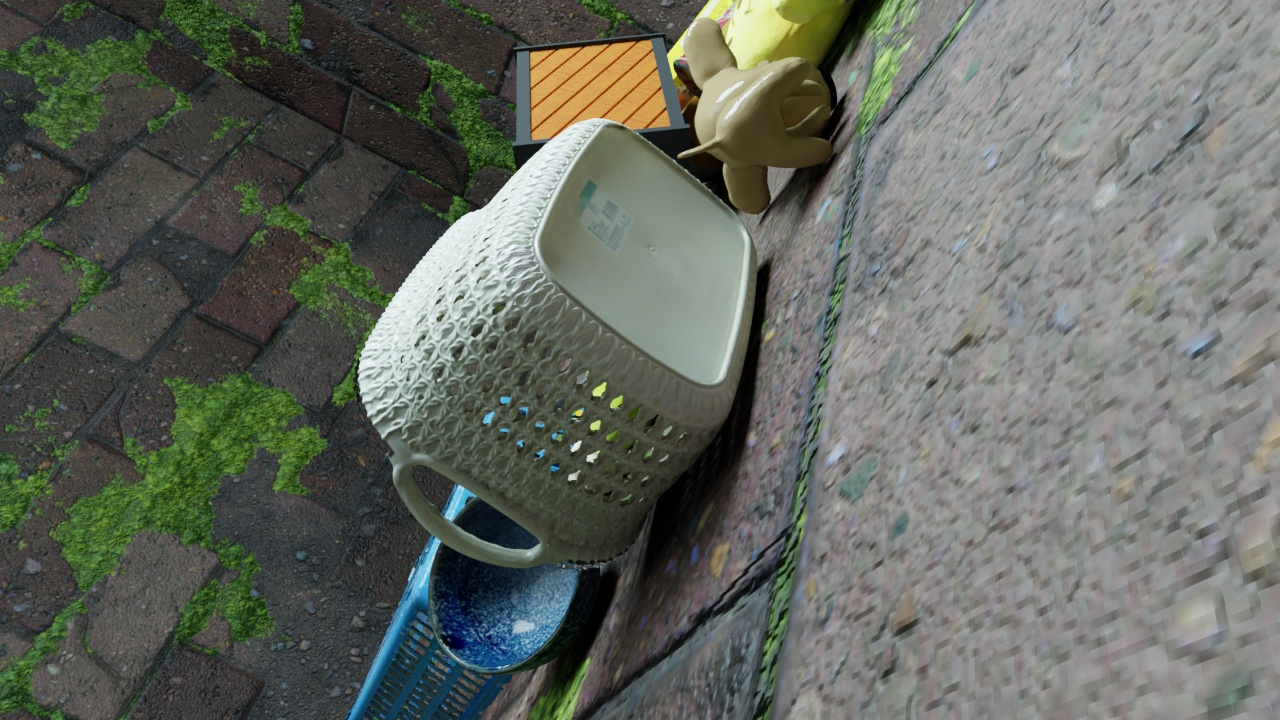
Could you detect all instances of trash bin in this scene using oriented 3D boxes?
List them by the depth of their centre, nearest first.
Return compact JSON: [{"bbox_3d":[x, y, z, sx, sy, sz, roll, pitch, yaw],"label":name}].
[{"bbox_3d":[-0.035,-0.184,0.826,0.171,0.139,0.140,-98,2,-46],"label":"trash bin"}]

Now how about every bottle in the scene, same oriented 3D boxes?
[{"bbox_3d":[0.059,-0.221,0.954,0.067,0.068,0.157,-64,8,-11],"label":"bottle"}]

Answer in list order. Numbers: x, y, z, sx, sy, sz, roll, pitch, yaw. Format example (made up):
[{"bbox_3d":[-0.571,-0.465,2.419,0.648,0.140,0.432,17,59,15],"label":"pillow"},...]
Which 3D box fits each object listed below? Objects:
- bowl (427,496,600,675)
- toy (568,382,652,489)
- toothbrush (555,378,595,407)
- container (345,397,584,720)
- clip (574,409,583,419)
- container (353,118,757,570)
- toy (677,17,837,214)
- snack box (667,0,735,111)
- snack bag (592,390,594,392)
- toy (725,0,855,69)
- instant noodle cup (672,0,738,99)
[{"bbox_3d":[-0.068,0.136,0.560,0.115,0.060,0.114,-15,60,27],"label":"bowl"},{"bbox_3d":[-0.023,0.053,0.666,0.092,0.043,0.118,-122,56,-76],"label":"toy"},{"bbox_3d":[-0.017,0.003,0.708,0.168,0.013,0.013,-34,14,28],"label":"toothbrush"},{"bbox_3d":[-0.160,0.205,0.808,0.256,0.089,0.363,-74,12,-46],"label":"container"},{"bbox_3d":[-0.044,0.052,0.865,0.054,0.047,0.047,-74,-11,-61],"label":"clip"},{"bbox_3d":[-0.032,-0.022,0.513,0.144,0.184,0.250,-46,15,34],"label":"container"},{"bbox_3d":[0.073,-0.150,0.568,0.106,0.134,0.108,-17,18,8],"label":"toy"},{"bbox_3d":[0.051,-0.292,0.895,0.148,0.040,0.029,-45,57,36],"label":"snack box"},{"bbox_3d":[-0.029,0.014,0.860,0.020,0.026,0.099,-14,29,30],"label":"snack bag"},{"bbox_3d":[0.123,-0.271,0.665,0.148,0.084,0.215,-68,7,-31],"label":"toy"},{"bbox_3d":[0.100,-0.280,0.820,0.112,0.100,0.100,-55,8,0],"label":"instant noodle cup"}]
